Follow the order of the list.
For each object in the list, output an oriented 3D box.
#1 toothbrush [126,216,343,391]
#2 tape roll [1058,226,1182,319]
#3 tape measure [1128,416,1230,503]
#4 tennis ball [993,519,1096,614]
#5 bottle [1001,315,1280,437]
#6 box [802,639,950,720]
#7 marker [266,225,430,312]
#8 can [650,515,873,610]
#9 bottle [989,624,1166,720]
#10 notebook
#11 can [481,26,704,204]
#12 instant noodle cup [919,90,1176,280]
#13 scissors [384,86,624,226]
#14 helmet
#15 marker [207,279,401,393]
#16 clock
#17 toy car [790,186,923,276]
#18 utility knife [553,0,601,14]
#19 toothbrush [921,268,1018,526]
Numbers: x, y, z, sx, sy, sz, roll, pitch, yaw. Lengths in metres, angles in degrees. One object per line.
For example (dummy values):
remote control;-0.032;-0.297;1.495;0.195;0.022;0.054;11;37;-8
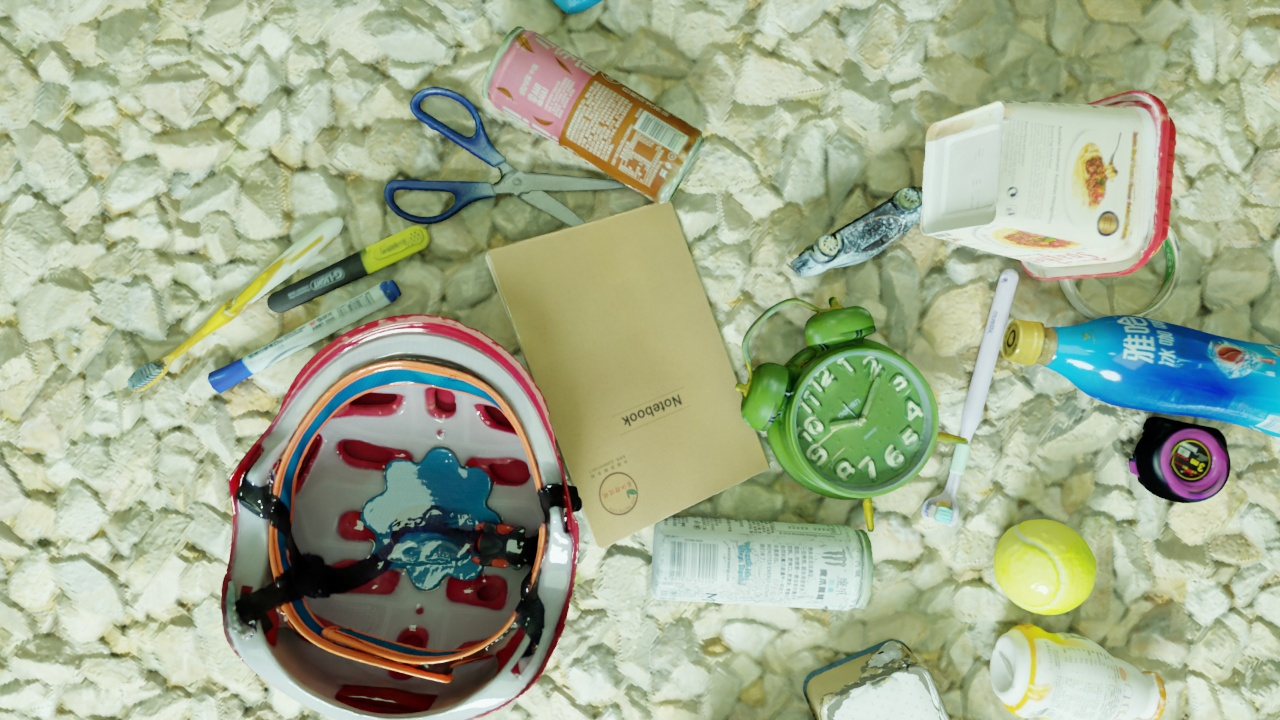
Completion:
toothbrush;-0.285;-0.040;0.644;0.191;0.018;0.016;-39;93;-1
tape roll;0.344;-0.069;0.660;0.086;0.014;0.086;0;91;-2
tape measure;0.381;0.072;0.651;0.057;0.039;0.058;9;86;-1
tennis ball;0.279;0.142;0.635;0.065;0.065;0.065;0;91;-1
bottle;0.363;0.006;0.637;0.218;0.065;0.065;11;90;0
box;0.187;0.295;0.640;0.090;0.061;0.184;-21;93;0
marker;-0.206;-0.064;0.647;0.124;0.015;0.018;-25;94;1
can;0.082;0.140;0.635;0.147;0.058;0.058;4;91;-2
bottle;0.304;0.223;0.638;0.108;0.063;0.063;12;90;-1
notebook;-0.004;0.004;0.626;0.147;0.008;0.207;-21;91;-27
can;-0.032;-0.167;0.628;0.147;0.058;0.058;31;90;-1
instant noodle cup;0.257;-0.115;0.596;0.124;0.116;0.116;3;91;-18
scissors;-0.101;-0.135;0.650;0.163;0.012;0.160;-21;92;-2
helmet;-0.141;0.103;0.591;0.207;0.144;0.239;5;77;-2
marker;-0.236;-0.018;0.646;0.146;0.017;0.017;-28;91;-1
clock;0.137;0.029;0.635;0.116;0.056;0.161;-43;91;-1
toy car;0.154;-0.086;0.638;0.105;0.049;0.031;-29;87;0
utility knife;-0.102;-0.313;0.644;0.188;0.018;0.034;43;78;-1
toothbrush;0.239;0.025;0.657;0.021;0.029;0.189;17;88;-42
